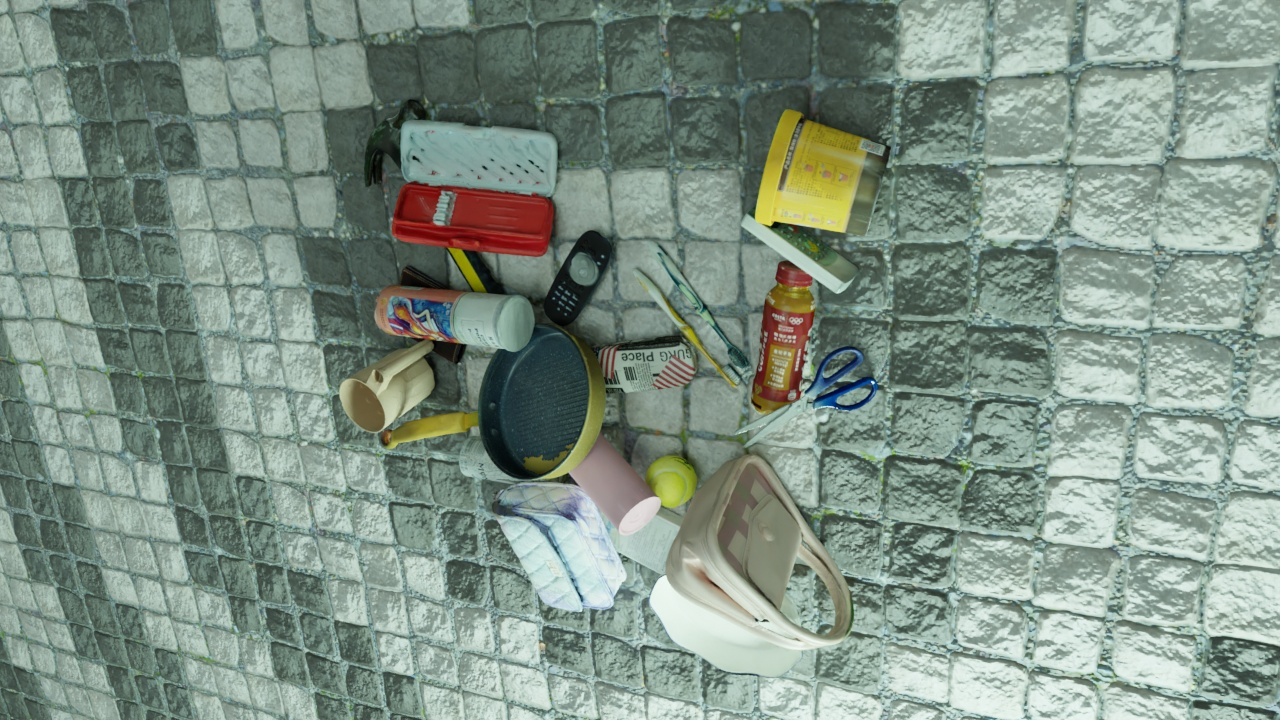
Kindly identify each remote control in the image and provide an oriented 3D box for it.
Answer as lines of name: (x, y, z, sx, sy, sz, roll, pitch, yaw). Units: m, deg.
remote control: (0.175, -0.125, 1.002, 0.135, 0.056, 0.019, 37, 126, 9)
remote control: (-0.076, -0.103, 1.145, 0.053, 0.024, 0.137, 39, 119, 9)

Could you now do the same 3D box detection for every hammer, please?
hammer: (-0.252, -0.168, 1.199, 0.126, 0.031, 0.323, -30, 95, 30)

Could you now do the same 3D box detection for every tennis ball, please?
tennis ball: (0.039, 0.153, 1.161, 0.065, 0.065, 0.065, 9, 112, 22)

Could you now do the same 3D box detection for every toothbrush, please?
toothbrush: (0.067, -0.066, 1.096, 0.016, 0.018, 0.191, -37, 91, 31)
toothbrush: (0.056, -0.042, 1.111, 0.018, 0.016, 0.191, -42, 88, 20)

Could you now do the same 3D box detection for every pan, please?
pan: (-0.199, 0.070, 1.192, 0.358, 0.078, 0.197, -18, 69, 36)

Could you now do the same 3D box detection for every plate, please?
plate: (0.112, 0.324, 1.171, 0.205, 0.045, 0.205, 17, 136, 17)

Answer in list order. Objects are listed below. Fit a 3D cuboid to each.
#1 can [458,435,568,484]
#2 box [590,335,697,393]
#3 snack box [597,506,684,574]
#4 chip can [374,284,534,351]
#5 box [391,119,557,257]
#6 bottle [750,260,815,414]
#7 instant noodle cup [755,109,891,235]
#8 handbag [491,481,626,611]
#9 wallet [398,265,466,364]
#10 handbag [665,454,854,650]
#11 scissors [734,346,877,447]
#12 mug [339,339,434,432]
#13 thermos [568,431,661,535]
can: (-0.174, 0.141, 1.260, 0.147, 0.058, 0.058, 7, 111, 23)
box: (-0.005, 0.005, 1.146, 0.164, 0.052, 0.068, -4, 94, 26)
snack box: (0.010, 0.232, 1.226, 0.157, 0.026, 0.085, 25, 118, 15)
chip can: (-0.242, -0.057, 1.178, 0.215, 0.071, 0.071, 8, 112, 31)
box: (-0.204, -0.212, 1.132, 0.201, 0.058, 0.161, 8, 95, 8)
bottle: (0.164, -0.025, 1.043, 0.057, 0.057, 0.175, 13, 113, 20)
instant noodle cup: (0.189, -0.187, 0.943, 0.114, 0.118, 0.119, 16, 114, 11)
handbag: (-0.108, 0.252, 1.228, 0.134, 0.075, 0.194, -1, 127, 30)
wallet: (-0.288, -0.062, 1.262, 0.122, 0.020, 0.096, 29, 114, 14)
handbag: (0.155, 0.241, 1.079, 0.234, 0.192, 0.094, 41, 127, -3)
scissors: (0.192, 0.055, 1.042, 0.132, 0.012, 0.173, 28, 105, -17)
mug: (-0.339, 0.027, 1.257, 0.084, 0.103, 0.125, 44, 131, 4)
thermos: (-0.067, 0.136, 1.164, 0.087, 0.067, 0.198, -41, 60, -8)
